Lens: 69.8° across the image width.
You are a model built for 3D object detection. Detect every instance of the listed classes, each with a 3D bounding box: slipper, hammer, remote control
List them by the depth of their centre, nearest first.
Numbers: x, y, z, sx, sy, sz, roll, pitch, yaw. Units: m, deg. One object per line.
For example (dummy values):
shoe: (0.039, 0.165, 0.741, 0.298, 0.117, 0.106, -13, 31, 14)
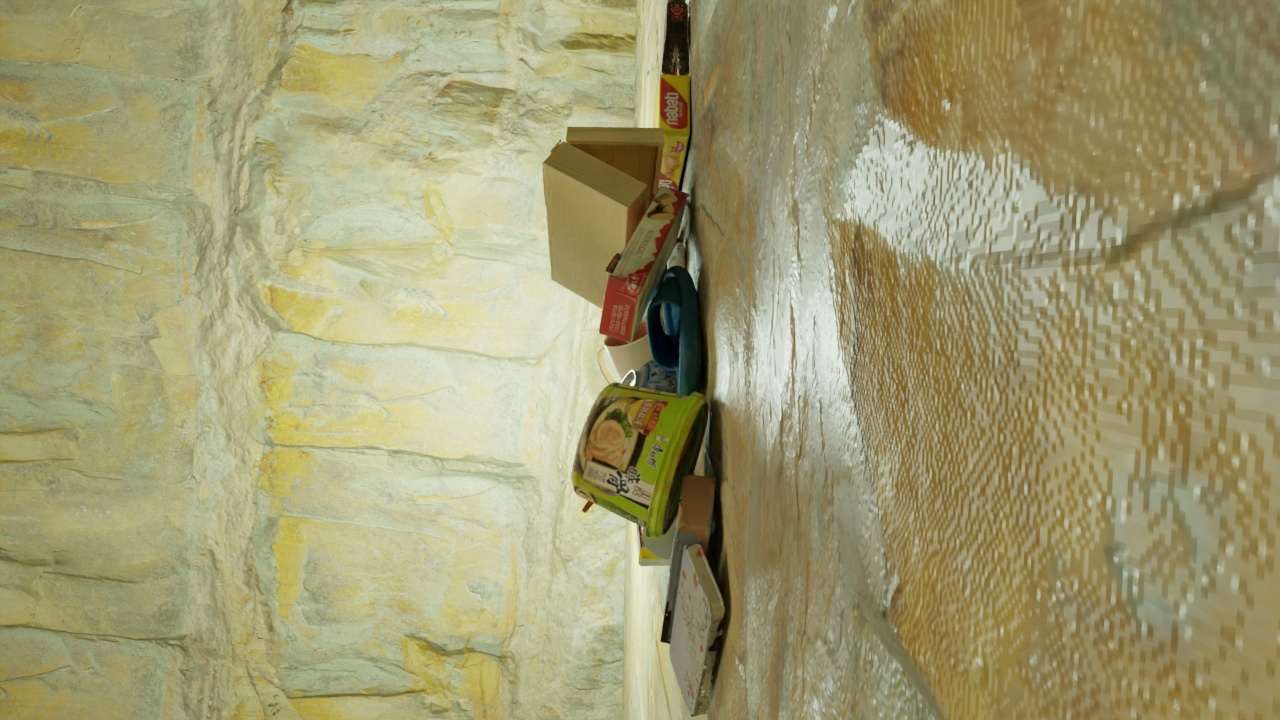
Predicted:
slipper: (0.036, -0.026, 1.028, 0.213, 0.059, 0.104, -96, 5, -55)
remote control: (0.044, -0.092, 1.231, 0.050, 0.022, 0.134, -92, 4, -52)
hammer: (0.040, -0.359, 1.322, 0.327, 0.036, 0.140, 95, 177, -58)

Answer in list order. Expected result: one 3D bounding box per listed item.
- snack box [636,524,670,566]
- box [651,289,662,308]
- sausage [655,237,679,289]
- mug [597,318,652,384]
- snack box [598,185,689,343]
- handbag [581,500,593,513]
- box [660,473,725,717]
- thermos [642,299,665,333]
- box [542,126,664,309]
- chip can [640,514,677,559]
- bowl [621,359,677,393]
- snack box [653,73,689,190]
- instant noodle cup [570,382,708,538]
snack box: (0.025, 0.203, 1.120, 0.148, 0.061, 0.026, -98, 9, -72)
box: (0.014, -0.181, 1.451, 0.244, 0.066, 0.090, 95, 175, -54)
sausage: (0.031, -0.146, 1.349, 0.156, 0.040, 0.040, 101, 170, -74)
mug: (-0.008, 0.007, 1.277, 0.085, 0.112, 0.104, -47, -58, -49)
snack box: (0.006, -0.120, 1.059, 0.272, 0.044, 0.077, -66, -10, -56)
handbag: (-0.015, 0.140, 1.288, 0.195, 0.043, 0.094, -51, -10, -24)
box: (0.050, 0.226, 0.872, 0.217, 0.063, 0.157, 94, 165, -46)
thermos: (-0.007, -0.086, 1.407, 0.230, 0.068, 0.101, -131, 41, -69)
box: (-0.049, -0.186, 1.205, 0.249, 0.141, 0.148, 98, -165, -60)
chip can: (0.028, 0.150, 1.066, 0.210, 0.062, 0.062, -97, 9, -72)
bowl: (0.002, 0.052, 1.103, 0.151, 0.056, 0.150, -58, 13, 21)
snack box: (0.037, -0.290, 1.246, 0.201, 0.042, 0.092, 100, 172, -71)
instant noodle cup: (-0.001, 0.090, 0.889, 0.146, 0.098, 0.146, 18, -91, -78)
